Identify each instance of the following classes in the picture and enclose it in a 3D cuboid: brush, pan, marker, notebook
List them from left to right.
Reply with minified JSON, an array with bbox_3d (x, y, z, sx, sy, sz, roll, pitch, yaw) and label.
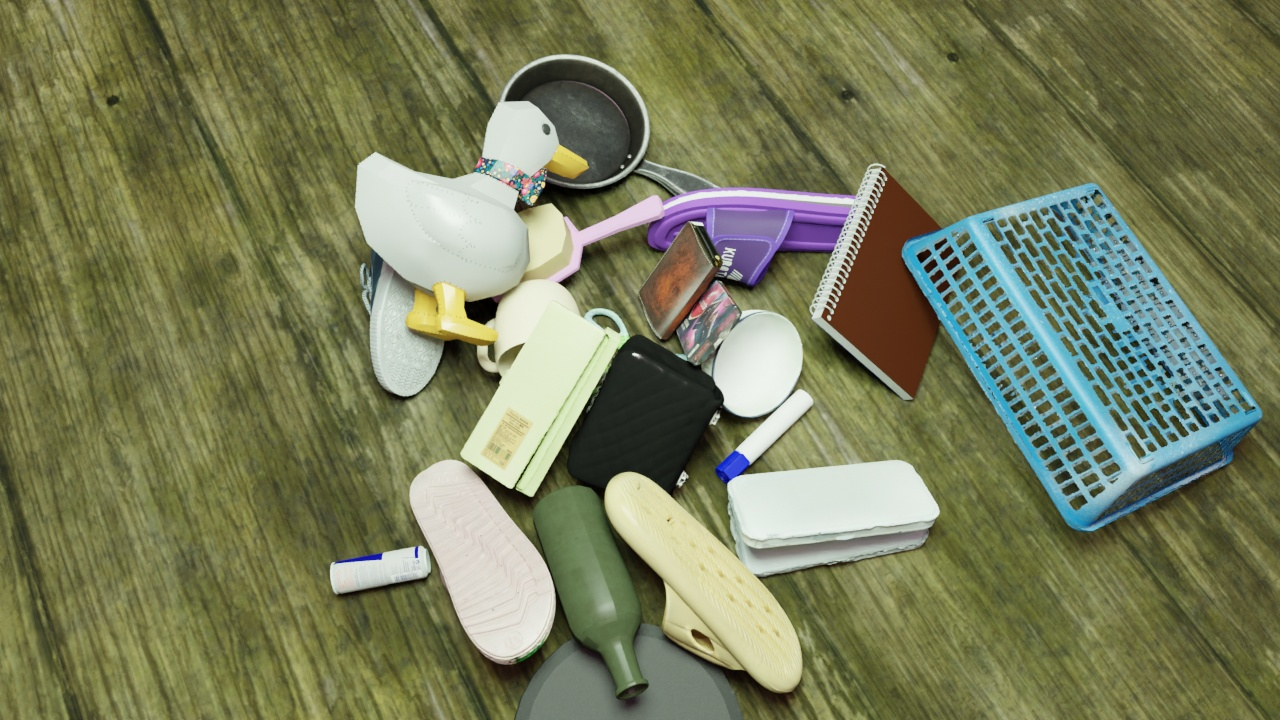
[{"bbox_3d":[-0.070,0.385,0.853,0.356,0.034,0.225,-21,68,-11],"label":"pan"},{"bbox_3d":[-0.085,-0.140,1.039,0.229,0.043,0.089,-21,60,13],"label":"brush"},{"bbox_3d":[-0.010,-0.248,1.130,0.357,0.055,0.187,32,68,-1],"label":"pan"},{"bbox_3d":[0.136,0.082,0.996,0.133,0.027,0.023,-41,94,-17],"label":"marker"},{"bbox_3d":[0.281,-0.090,1.030,0.171,0.022,0.208,37,65,-25],"label":"notebook"}]

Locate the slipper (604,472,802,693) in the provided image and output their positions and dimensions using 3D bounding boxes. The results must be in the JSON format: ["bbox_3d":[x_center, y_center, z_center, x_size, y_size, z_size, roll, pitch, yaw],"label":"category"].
[{"bbox_3d":[0.049,0.221,0.895,0.261,0.111,0.079,47,117,0],"label":"slipper"}]

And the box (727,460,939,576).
[{"bbox_3d":[0.195,0.145,0.942,0.215,0.083,0.122,-11,70,-6],"label":"box"}]

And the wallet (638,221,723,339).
[{"bbox_3d":[0.042,-0.089,1.019,0.019,0.123,0.072,-1,53,-36],"label":"wallet"}]

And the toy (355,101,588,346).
[{"bbox_3d":[-0.177,-0.153,0.954,0.246,0.141,0.267,14,87,-38],"label":"toy"}]

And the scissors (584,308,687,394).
[{"bbox_3d":[-0.005,-0.003,1.038,0.171,0.025,0.159,-8,60,-10],"label":"scissors"}]

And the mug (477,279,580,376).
[{"bbox_3d":[-0.123,-0.033,1.007,0.120,0.096,0.099,-13,55,8],"label":"mug"}]

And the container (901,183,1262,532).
[{"bbox_3d":[0.480,-0.029,0.983,0.256,0.089,0.362,-17,69,-24],"label":"container"}]

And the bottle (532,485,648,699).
[{"bbox_3d":[-0.043,0.221,0.882,0.071,0.071,0.206,-19,54,-10],"label":"bottle"}]

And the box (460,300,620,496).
[{"bbox_3d":[-0.091,0.040,0.943,0.091,0.083,0.188,34,95,12],"label":"box"}]

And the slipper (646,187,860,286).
[{"bbox_3d":[0.144,-0.132,1.054,0.266,0.107,0.084,-1,66,-7],"label":"slipper"}]

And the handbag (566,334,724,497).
[{"bbox_3d":[0.009,0.061,0.954,0.125,0.114,0.154,26,106,-2],"label":"handbag"}]

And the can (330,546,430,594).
[{"bbox_3d":[-0.262,0.211,0.926,0.095,0.032,0.032,-10,66,-6],"label":"can"}]

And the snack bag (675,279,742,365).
[{"bbox_3d":[0.071,-0.042,0.982,0.018,0.155,0.075,39,100,-12],"label":"snack bag"}]

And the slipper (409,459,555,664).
[{"bbox_3d":[-0.156,0.200,0.919,0.094,0.064,0.239,-28,52,-16],"label":"slipper"}]

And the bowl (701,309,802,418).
[{"bbox_3d":[0.112,-0.002,1.003,0.118,0.118,0.062,-35,29,-16],"label":"bowl"}]

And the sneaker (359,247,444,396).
[{"bbox_3d":[-0.272,-0.078,1.027,0.088,0.089,0.235,-3,77,41],"label":"sneaker"}]
